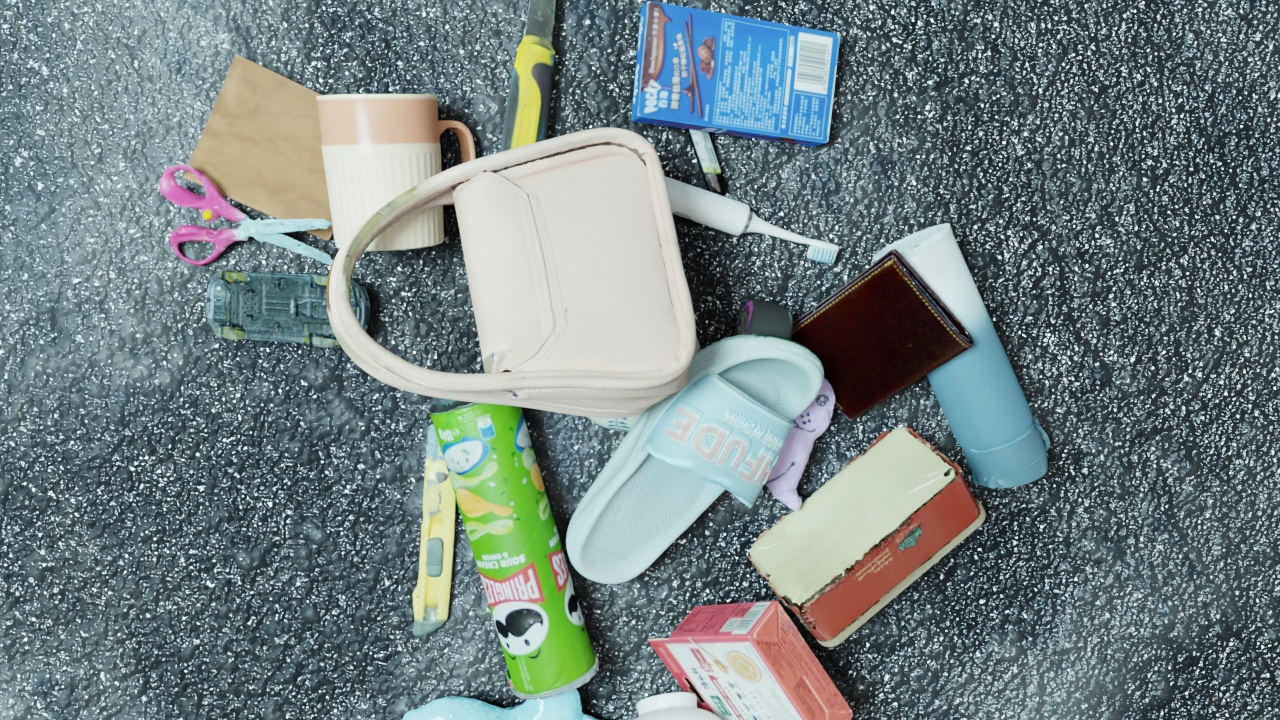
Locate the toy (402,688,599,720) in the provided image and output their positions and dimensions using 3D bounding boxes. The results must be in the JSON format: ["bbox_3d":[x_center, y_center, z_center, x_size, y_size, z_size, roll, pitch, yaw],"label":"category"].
[{"bbox_3d":[-0.111,0.314,0.737,0.156,0.050,0.161,-41,106,-1],"label":"toy"}]

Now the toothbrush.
[{"bbox_3d":[0.054,-0.119,0.722,0.221,0.026,0.026,18,107,-8],"label":"toothbrush"}]

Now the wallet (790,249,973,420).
[{"bbox_3d":[0.180,-0.016,0.717,0.096,0.020,0.123,48,126,-4],"label":"wallet"}]

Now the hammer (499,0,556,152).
[{"bbox_3d":[-0.083,-0.219,0.695,0.126,0.032,0.323,8,95,-7],"label":"hammer"}]

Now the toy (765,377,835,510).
[{"bbox_3d":[0.113,0.054,0.740,0.084,0.039,0.108,26,92,18],"label":"toy"}]

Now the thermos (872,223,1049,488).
[{"bbox_3d":[0.261,0.000,0.738,0.070,0.070,0.220,-28,98,-3],"label":"thermos"}]

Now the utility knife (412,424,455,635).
[{"bbox_3d":[-0.164,0.137,0.734,0.031,0.019,0.173,3,91,-12],"label":"utility knife"}]

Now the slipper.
[{"bbox_3d":[0.039,0.081,0.682,0.104,0.074,0.246,34,103,-33],"label":"slipper"}]

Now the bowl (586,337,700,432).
[{"bbox_3d":[-0.004,0.004,0.711,0.113,0.062,0.113,-1,97,-7],"label":"bowl"}]

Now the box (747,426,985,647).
[{"bbox_3d":[0.171,0.130,0.720,0.168,0.091,0.079,-39,123,-1],"label":"box"}]

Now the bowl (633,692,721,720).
[{"bbox_3d":[0.026,0.305,0.735,0.118,0.118,0.064,-5,59,-6],"label":"bowl"}]

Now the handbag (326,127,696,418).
[{"bbox_3d":[-0.088,-0.052,0.615,0.234,0.094,0.193,-7,71,-17],"label":"handbag"}]

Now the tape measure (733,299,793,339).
[{"bbox_3d":[0.093,-0.019,0.721,0.039,0.057,0.058,16,102,-7],"label":"tape measure"}]

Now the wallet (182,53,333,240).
[{"bbox_3d":[-0.268,-0.158,0.689,0.115,0.020,0.101,25,92,-11],"label":"wallet"}]

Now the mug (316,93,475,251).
[{"bbox_3d":[-0.173,-0.139,0.671,0.114,0.082,0.106,-13,109,-40],"label":"mug"}]

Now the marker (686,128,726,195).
[{"bbox_3d":[0.043,-0.189,0.721,0.018,0.015,0.124,-21,100,-3],"label":"marker"}]

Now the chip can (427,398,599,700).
[{"bbox_3d":[-0.098,0.138,0.710,0.072,0.072,0.236,-16,97,-4],"label":"chip can"}]

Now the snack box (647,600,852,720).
[{"bbox_3d":[0.085,0.251,0.733,0.044,0.127,0.113,-41,101,-37],"label":"snack box"}]

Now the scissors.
[{"bbox_3d":[-0.292,-0.090,0.682,0.137,0.017,0.096,23,118,-7],"label":"scissors"}]

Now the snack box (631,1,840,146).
[{"bbox_3d":[0.073,-0.217,0.703,0.157,0.026,0.084,4,95,-16],"label":"snack box"}]

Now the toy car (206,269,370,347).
[{"bbox_3d":[-0.266,-0.040,0.693,0.120,0.036,0.054,4,96,4],"label":"toy car"}]
